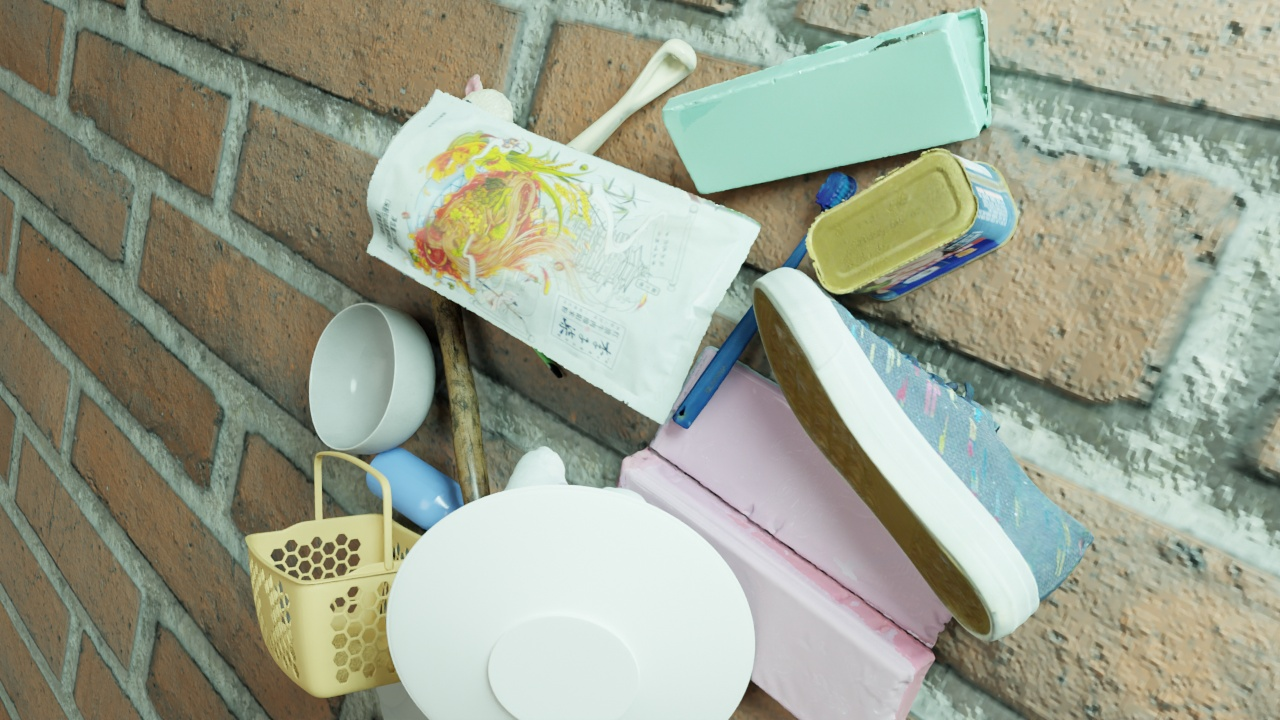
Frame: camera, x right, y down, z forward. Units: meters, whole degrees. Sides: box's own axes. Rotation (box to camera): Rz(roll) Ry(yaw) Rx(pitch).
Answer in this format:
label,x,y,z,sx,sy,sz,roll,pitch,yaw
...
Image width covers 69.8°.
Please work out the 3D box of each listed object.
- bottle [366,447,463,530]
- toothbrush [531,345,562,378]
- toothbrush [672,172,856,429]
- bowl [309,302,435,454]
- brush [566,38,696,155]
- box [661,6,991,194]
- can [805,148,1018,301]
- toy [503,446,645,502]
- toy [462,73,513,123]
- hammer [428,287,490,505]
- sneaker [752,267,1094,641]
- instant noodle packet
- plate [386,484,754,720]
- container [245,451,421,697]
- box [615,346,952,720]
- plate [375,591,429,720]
label,x,y,z,sx,sy,sz,roll,pitch,yaw
bottle,-0.181,0.120,0.792,0.131,0.048,0.048,23,105,37
toothbrush,-0.115,-0.052,0.756,0.017,0.014,0.188,-52,60,19
toothbrush,0.074,-0.036,0.578,0.016,0.017,0.190,45,108,37
bowl,-0.230,0.018,0.815,0.132,0.064,0.131,-9,76,38
brush,-0.063,-0.142,0.687,0.273,0.062,0.077,-34,47,30
box,0.115,-0.159,0.556,0.189,0.079,0.077,-5,128,40
can,0.149,-0.073,0.508,0.100,0.058,0.054,-29,73,36
toy,-0.039,0.171,0.621,0.138,0.085,0.209,20,127,42
toy,-0.134,-0.180,0.751,0.087,0.050,0.112,-37,63,34
hammer,-0.140,0.056,0.724,0.033,0.120,0.330,-16,69,4
sneaker,0.148,0.035,0.509,0.079,0.087,0.235,-28,63,-9
instant noodle packet,-0.067,-0.081,0.635,0.269,0.057,0.147,28,99,20
plate,-0.045,0.182,0.558,0.229,0.030,0.230,1,113,3
container,-0.241,0.160,0.743,0.184,0.129,0.167,4,94,55
box,0.081,0.115,0.573,0.233,0.055,0.180,31,109,35
plate,-0.201,0.242,0.792,0.173,0.019,0.172,-25,58,48
